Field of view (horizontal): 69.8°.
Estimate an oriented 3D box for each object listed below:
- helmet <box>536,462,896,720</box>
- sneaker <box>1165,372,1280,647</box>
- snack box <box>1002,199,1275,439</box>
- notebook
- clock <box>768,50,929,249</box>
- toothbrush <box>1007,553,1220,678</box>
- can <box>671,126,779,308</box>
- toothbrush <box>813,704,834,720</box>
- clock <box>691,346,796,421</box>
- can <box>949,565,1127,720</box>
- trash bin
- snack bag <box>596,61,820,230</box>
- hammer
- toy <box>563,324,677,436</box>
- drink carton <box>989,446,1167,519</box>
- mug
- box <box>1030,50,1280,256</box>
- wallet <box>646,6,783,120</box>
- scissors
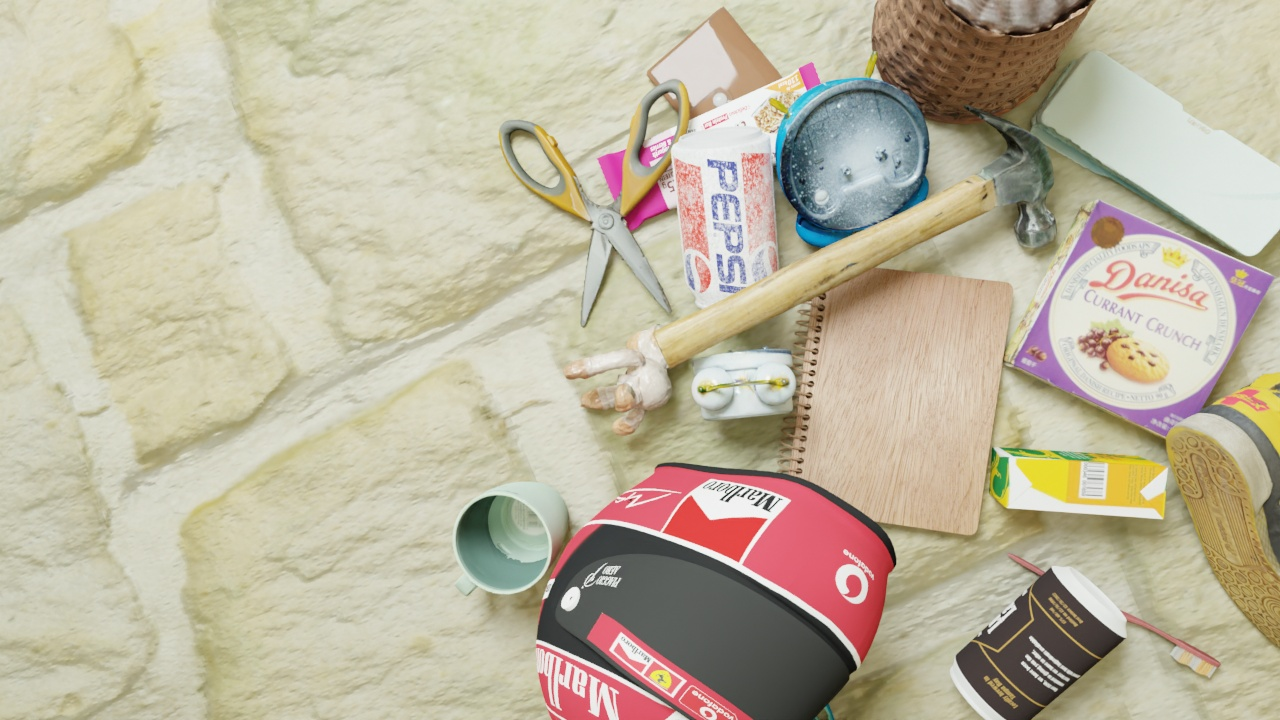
[{"bbox_3d":[0.034,0.205,0.685,0.197,0.272,0.224,43,67,-22],"label":"helmet"},{"bbox_3d":[0.504,0.115,0.699,0.122,0.086,0.238,-34,105,-7],"label":"sneaker"},{"bbox_3d":[0.389,-0.032,0.728,0.143,0.040,0.148,26,97,6],"label":"snack box"},{"bbox_3d":[0.208,0.030,0.770,0.169,0.022,0.210,7,95,7],"label":"notebook"},{"bbox_3d":[0.167,-0.150,0.729,0.117,0.060,0.161,-21,118,3],"label":"clock"},{"bbox_3d":[0.387,0.208,0.757,0.184,0.015,0.016,29,100,7],"label":"toothbrush"},{"bbox_3d":[0.070,-0.114,0.739,0.078,0.078,0.136,-4,112,9],"label":"can"},{"bbox_3d":[0.162,0.316,0.799,0.022,0.017,0.135,-29,86,10],"label":"toothbrush"},{"bbox_3d":[0.083,0.018,0.741,0.083,0.117,0.057,-6,86,9],"label":"clock"},{"bbox_3d":[0.317,0.229,0.733,0.072,0.071,0.129,41,106,4],"label":"can"},{"bbox_3d":[0.250,-0.264,0.650,0.151,0.210,0.151,0,93,8],"label":"trash bin"},{"bbox_3d":[0.064,-0.177,0.770,0.197,0.016,0.070,-20,98,15],"label":"snack bag"},{"bbox_3d":[0.163,-0.082,0.709,0.330,0.033,0.132,-26,127,1],"label":"hammer"},{"bbox_3d":[-0.005,0.005,0.776,0.106,0.085,0.074,-43,55,-11],"label":"toy"},{"bbox_3d":[0.350,0.097,0.733,0.122,0.058,0.041,2,94,9],"label":"drink carton"},{"bbox_3d":[-0.114,0.155,0.785,0.084,0.104,0.111,43,98,4],"label":"mug"},{"bbox_3d":[0.407,-0.159,0.713,0.199,0.070,0.085,33,78,4],"label":"box"},{"bbox_3d":[0.074,-0.226,0.778,0.087,0.013,0.121,-39,89,9],"label":"wallet"},{"bbox_3d":[-0.039,-0.142,0.788,0.226,0.016,0.225,25,108,16],"label":"scissors"}]
